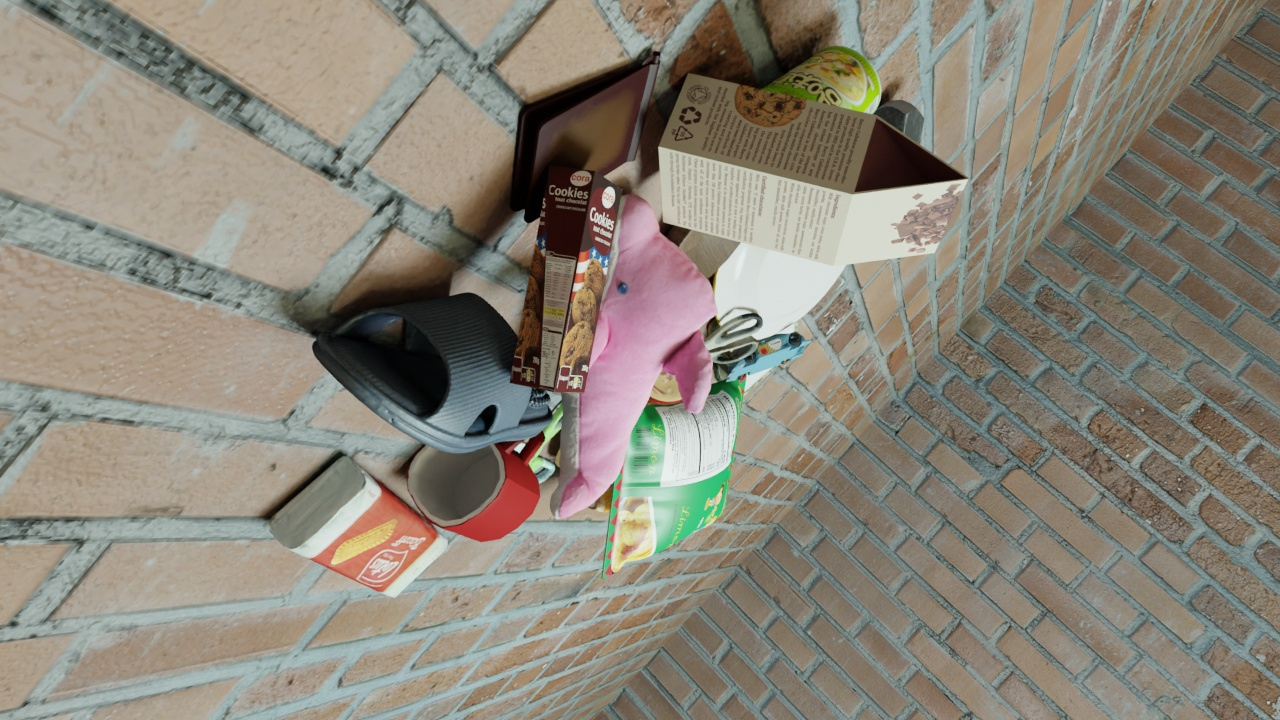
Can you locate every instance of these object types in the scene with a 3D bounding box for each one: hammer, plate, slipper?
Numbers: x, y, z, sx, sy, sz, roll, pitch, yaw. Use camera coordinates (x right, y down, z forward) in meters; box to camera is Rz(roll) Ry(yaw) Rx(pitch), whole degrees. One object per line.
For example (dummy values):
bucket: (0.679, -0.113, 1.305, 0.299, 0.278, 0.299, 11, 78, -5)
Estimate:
hammer: (0.174, -0.187, 0.888, 0.321, 0.043, 0.156, -8, 108, -46)
plate: (0.171, -0.115, 0.995, 0.229, 0.021, 0.230, -28, 140, -26)
slipper: (-0.112, 0.004, 0.634, 0.082, 0.101, 0.263, -48, 164, 8)

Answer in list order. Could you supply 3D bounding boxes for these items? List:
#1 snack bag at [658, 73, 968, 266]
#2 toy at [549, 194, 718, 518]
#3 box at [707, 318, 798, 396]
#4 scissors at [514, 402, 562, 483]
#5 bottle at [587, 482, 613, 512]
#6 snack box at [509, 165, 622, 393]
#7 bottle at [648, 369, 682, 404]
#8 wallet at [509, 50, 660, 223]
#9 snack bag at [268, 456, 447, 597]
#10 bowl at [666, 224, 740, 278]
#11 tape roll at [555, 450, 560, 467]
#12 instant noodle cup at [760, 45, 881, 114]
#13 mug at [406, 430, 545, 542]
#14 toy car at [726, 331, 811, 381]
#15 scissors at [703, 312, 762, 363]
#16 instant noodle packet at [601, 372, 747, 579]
snack bag: (0.123, -0.130, 0.672, 0.094, 0.206, 0.069, 82, 26, -65)
toy: (-0.004, 0.004, 0.737, 0.186, 0.128, 0.266, -53, 157, -69)
box: (0.143, -0.028, 1.155, 0.117, 0.050, 0.205, -40, 159, -6)
scissors: (-0.111, 0.096, 0.932, 0.171, 0.021, 0.172, -43, 165, -2)
bottle: (-0.025, 0.133, 1.103, 0.108, 0.063, 0.063, -32, 156, -31)
snack box: (-0.048, -0.051, 0.603, 0.051, 0.032, 0.141, 8, 93, -71)
bottle: (0.011, 0.002, 0.885, 0.099, 0.099, 0.111, -45, -171, -2)
wallet: (-0.036, -0.150, 0.614, 0.115, 0.018, 0.092, -36, 159, -33)
snack bag: (-0.226, 0.146, 0.765, 0.077, 0.041, 0.225, -44, 159, -13)
bowl: (0.057, -0.116, 0.836, 0.117, 0.030, 0.118, -39, 159, -19)
tape roll: (-0.051, 0.085, 0.991, 0.093, 0.027, 0.094, -48, 166, -16)
instant noodle cup: (0.142, -0.203, 0.760, 0.107, 0.099, 0.099, -44, 162, -28)
mug: (-0.130, 0.098, 0.797, 0.116, 0.080, 0.096, -38, 160, -2)
toy car: (0.146, -0.009, 1.088, 0.107, 0.027, 0.060, -19, 159, -17)
scissors: (0.060, -0.002, 1.007, 0.170, 0.012, 0.132, -34, 147, 12)
instant noodle packet: (0.045, 0.125, 1.063, 0.252, 0.090, 0.196, -14, 116, -52)
